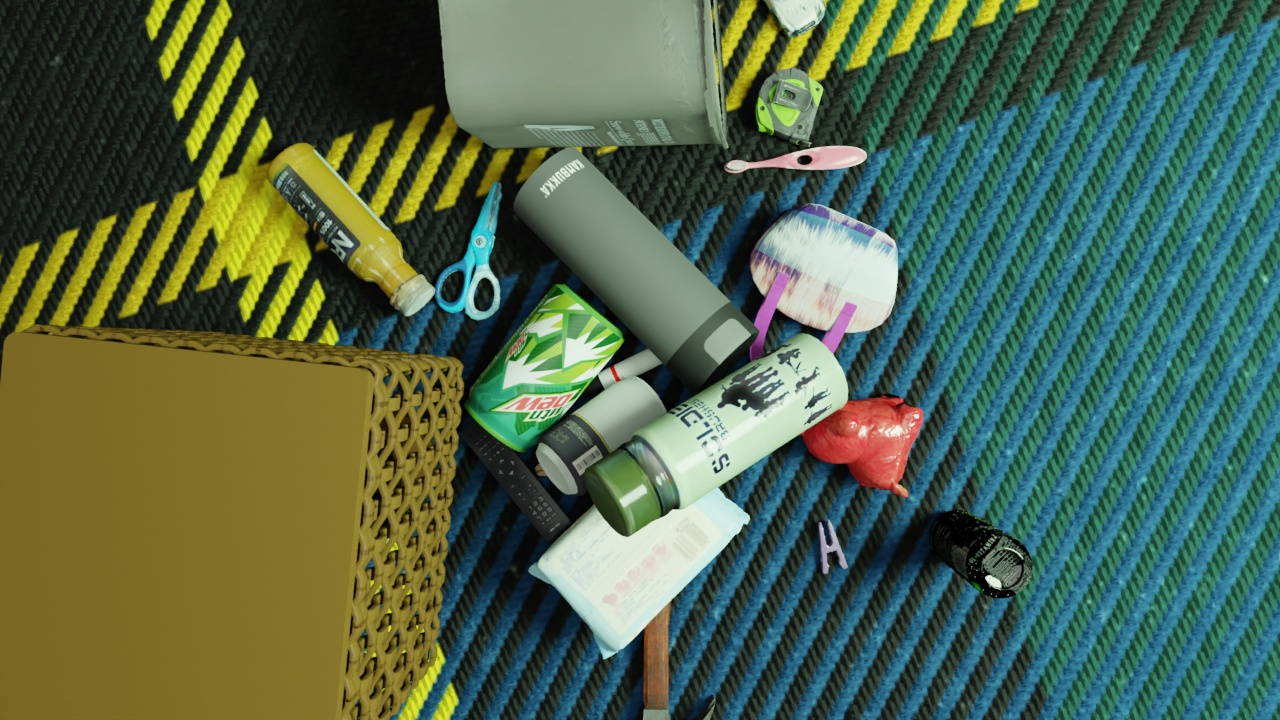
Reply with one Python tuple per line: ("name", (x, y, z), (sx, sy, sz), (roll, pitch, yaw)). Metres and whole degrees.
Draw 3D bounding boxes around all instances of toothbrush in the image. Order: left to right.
("toothbrush", (0.146, -0.189, 0.868), (0.135, 0.016, 0.021), (-4, 94, 3))

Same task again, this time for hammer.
("hammer", (0.016, 0.228, 0.875), (0.111, 0.028, 0.300), (0, 91, 3))

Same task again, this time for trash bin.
("trash bin", (-0.043, -0.279, 0.795), (0.220, 0.197, 0.197), (-4, 92, 8))

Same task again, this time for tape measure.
("tape measure", (0.137, -0.240, 0.857), (0.059, 0.036, 0.065), (13, 92, 3))

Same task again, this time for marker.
("marker", (-0.005, 0.005, 0.876), (0.145, 0.019, 0.019), (-26, 90, 3))

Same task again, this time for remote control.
("remote control", (-0.119, 0.112, 0.885), (0.032, 0.015, 0.136), (-40, 87, 2))

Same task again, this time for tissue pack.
("tissue pack", (-0.004, 0.168, 0.828), (0.112, 0.070, 0.182), (45, 95, 3))

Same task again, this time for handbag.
("handbag", (0.155, -0.053, 0.852), (0.144, 0.068, 0.170), (24, 98, 1))

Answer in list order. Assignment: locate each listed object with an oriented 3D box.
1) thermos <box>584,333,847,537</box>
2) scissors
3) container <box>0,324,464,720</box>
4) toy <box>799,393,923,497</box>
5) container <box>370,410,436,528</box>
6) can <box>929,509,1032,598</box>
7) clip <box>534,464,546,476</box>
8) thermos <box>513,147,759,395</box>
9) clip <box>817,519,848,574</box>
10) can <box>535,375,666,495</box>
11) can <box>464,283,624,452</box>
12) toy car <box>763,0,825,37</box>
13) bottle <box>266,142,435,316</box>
("thermos", (0.061, 0.061, 0.771), (0.231, 0.082, 0.082), (-30, 89, -19))
("scissors", (-0.155, -0.107, 0.884), (0.066, 0.015, 0.135), (16, 94, 4))
("container", (-0.263, 0.113, 0.622), (0.219, 0.214, 0.251), (6, 91, 2))
("toy", (0.186, 0.081, 0.842), (0.133, 0.088, 0.094), (2, 102, 3))
("container", (-0.252, 0.098, 0.814), (0.132, 0.167, 0.132), (0, 91, 2))
("can", (0.295, 0.167, 0.806), (0.054, 0.137, 0.054), (0, 91, 2))
("clip", (-0.069, 0.100, 0.879), (0.060, 0.024, 0.039), (-36, 87, 10))
("thermos", (-0.003, -0.080, 0.830), (0.082, 0.082, 0.240), (-45, 83, 2))
("clip", (0.176, 0.181, 0.875), (0.041, 0.014, 0.052), (-36, 92, 5))
("can", (-0.030, 0.065, 0.841), (0.127, 0.064, 0.064), (-36, 89, -22))
("can", (-0.089, 0.007, 0.847), (0.083, 0.083, 0.144), (40, 92, 1))
("toy car", (0.132, -0.357, 0.858), (0.048, 0.033, 0.105), (-32, 91, 1))
("bottle", (-0.271, -0.121, 0.868), (0.053, 0.053, 0.186), (-43, 89, 2))
